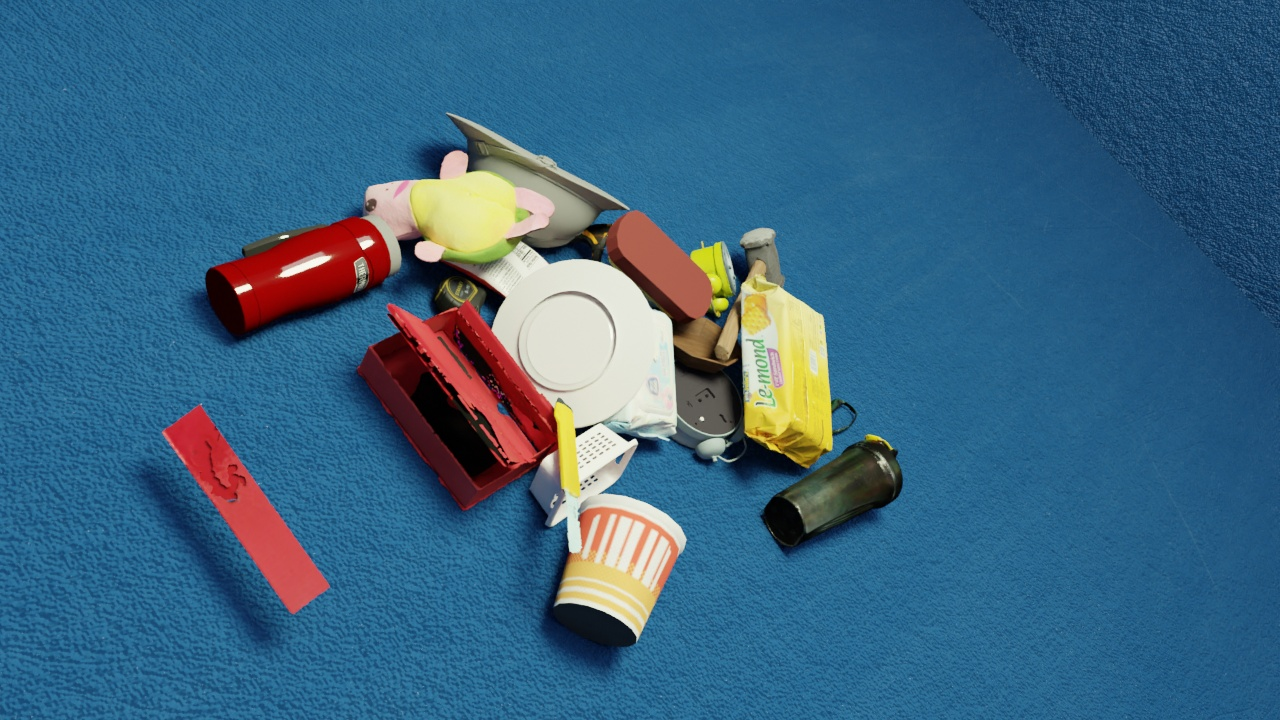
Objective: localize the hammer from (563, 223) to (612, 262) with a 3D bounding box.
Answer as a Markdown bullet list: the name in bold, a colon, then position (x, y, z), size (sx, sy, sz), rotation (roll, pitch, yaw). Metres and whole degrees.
- **hammer**: position (-0.064, -0.057, 1.207), size (0.123, 0.036, 0.319), rotation (-1, 56, 8)

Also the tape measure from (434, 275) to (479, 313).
- **tape measure**: position (-0.225, -0.074, 1.136), size (0.061, 0.034, 0.061), rotation (31, 34, -15)

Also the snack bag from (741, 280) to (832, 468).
- **snack bag**: position (0.201, 0.019, 1.241), size (0.159, 0.068, 0.246), rotation (28, 56, -50)

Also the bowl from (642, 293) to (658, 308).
- **bowl**: position (0.016, -0.119, 1.313), size (0.114, 0.051, 0.114), rotation (15, 52, -20)

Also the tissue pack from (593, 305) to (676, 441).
- **tissue pack**: position (-0.007, 0.007, 1.143), size (0.112, 0.070, 0.181), rotation (14, 70, -51)

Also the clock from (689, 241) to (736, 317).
- **clock**: position (0.109, -0.120, 1.350), size (0.083, 0.057, 0.118), rotation (60, 23, -53)

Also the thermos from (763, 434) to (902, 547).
- **thermos**: position (0.265, 0.175, 1.231), size (0.220, 0.098, 0.098), rotation (-18, 69, -36)

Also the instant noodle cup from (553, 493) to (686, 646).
- **instant noodle cup**: position (-0.028, 0.229, 0.986), size (0.123, 0.124, 0.120), rotation (31, 54, -10)

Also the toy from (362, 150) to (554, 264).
- **toy**: position (-0.226, -0.178, 1.124), size (0.238, 0.088, 0.189), rotation (1, 57, 3)

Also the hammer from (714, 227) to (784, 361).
- **hammer**: position (0.152, -0.091, 1.316), size (0.327, 0.052, 0.098), rotation (-58, 138, -56)

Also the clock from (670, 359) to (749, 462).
- **clock**: position (0.082, 0.067, 1.224), size (0.122, 0.045, 0.159), rotation (-30, 77, -43)

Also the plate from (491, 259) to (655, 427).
- **plate**: position (-0.085, -0.023, 1.097), size (0.208, 0.209, 0.015), rotation (60, 6, 17)

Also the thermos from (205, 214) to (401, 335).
- **thermos**: position (-0.379, -0.106, 1.029), size (0.108, 0.084, 0.198), rotation (39, 45, 22)

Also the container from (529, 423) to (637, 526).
- **container**: position (-0.070, 0.127, 1.060), size (0.049, 0.081, 0.128), rotation (43, 44, 17)

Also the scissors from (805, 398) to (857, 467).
- **scissors**: position (0.244, 0.069, 1.349), size (0.204, 0.015, 0.201), rotation (7, 56, -30)

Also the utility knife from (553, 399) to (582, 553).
- **utility knife**: position (-0.077, 0.119, 0.985), size (0.030, 0.019, 0.224), rotation (34, 24, -30)

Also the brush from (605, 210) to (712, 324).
- **brush**: position (0.022, -0.121, 1.228), size (0.173, 0.042, 0.082), rotation (41, 51, -23)

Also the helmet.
- **helmet**: position (-0.158, -0.222, 1.237), size (0.271, 0.118, 0.183), rotation (25, 10, -11)

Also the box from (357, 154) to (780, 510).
- **box**: position (-0.076, -0.048, 1.080), size (0.478, 0.171, 0.214), rotation (-37, 81, -6)

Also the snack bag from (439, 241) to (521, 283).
- **snack bag**: position (-0.190, -0.131, 1.190), size (0.144, 0.039, 0.130), rotation (30, 34, -4)

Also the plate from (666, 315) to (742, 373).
- **plate**: position (0.076, -0.023, 1.245), size (0.131, 0.025, 0.131), rotation (18, 27, -10)
